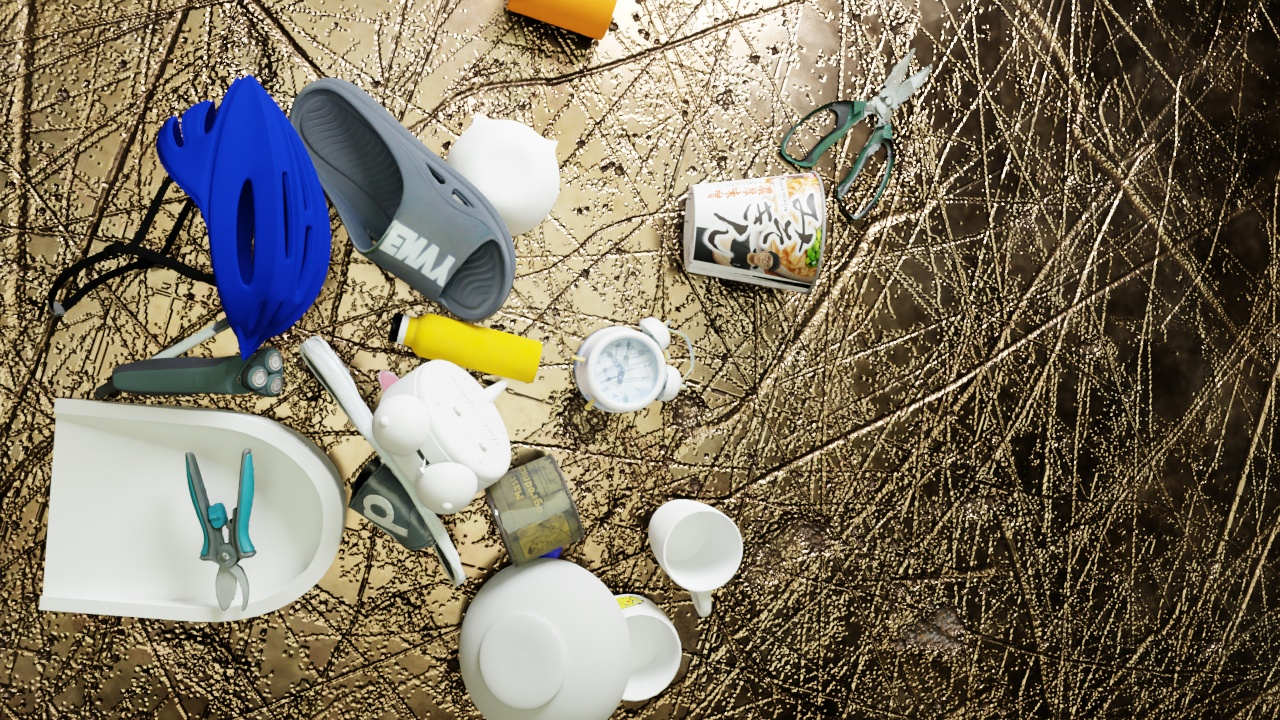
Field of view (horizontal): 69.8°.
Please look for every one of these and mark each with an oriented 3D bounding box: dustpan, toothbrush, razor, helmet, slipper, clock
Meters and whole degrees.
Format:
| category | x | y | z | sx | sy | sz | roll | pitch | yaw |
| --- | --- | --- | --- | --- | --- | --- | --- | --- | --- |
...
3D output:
| category | x | y | z | sx | sy | sz | roll | pitch | yaw |
| --- | --- | --- | --- | --- | --- | --- | --- | --- | --- |
| dustpan | -0.405 | 0.141 | 0.838 | 0.257 | 0.053 | 0.191 | 5 | 92 | -13 |
| toothbrush | -0.212 | 0.064 | 0.899 | 0.021 | 0.016 | 0.135 | -39 | 101 | -11 |
| razor | -0.402 | 0.014 | 0.835 | 0.143 | 0.052 | 0.047 | -2 | 102 | -10 |
| helmet | -0.384 | -0.115 | 0.780 | 0.227 | 0.148 | 0.241 | -10 | 95 | -17 |
| slipper | -0.249 | 0.102 | 0.846 | 0.063 | 0.111 | 0.264 | -30 | 97 | -20 |
| clock | -0.005 | 0.005 | 0.928 | 0.125 | 0.052 | 0.089 | -17 | 95 | -15 |
| slipper | -0.222 | -0.144 | 0.835 | 0.111 | 0.083 | 0.268 | -41 | 97 | 20 |
| clock | -0.171 | 0.061 | 0.833 | 0.073 | 0.160 | 0.125 | -31 | 100 | 15 |

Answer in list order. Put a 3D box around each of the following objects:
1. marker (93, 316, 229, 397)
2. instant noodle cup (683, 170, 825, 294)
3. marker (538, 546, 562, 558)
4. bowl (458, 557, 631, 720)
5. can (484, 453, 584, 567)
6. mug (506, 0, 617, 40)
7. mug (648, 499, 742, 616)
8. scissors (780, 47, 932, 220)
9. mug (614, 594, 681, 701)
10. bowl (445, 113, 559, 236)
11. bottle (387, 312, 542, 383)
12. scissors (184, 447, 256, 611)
| category | x | y | z | sx | sy | sz | roll | pitch | yaw |
| --- | --- | --- | --- | --- | --- | --- | --- | --- | --- |
| marker | -0.433 | -0.007 | 0.847 | 0.152 | 0.011 | 0.011 | -32 | 99 | -10 |
| instant noodle cup | 0.109 | -0.130 | 0.920 | 0.122 | 0.123 | 0.123 | 2 | 92 | -4 |
| marker | -0.113 | 0.244 | 0.929 | 0.020 | 0.020 | 0.141 | 25 | 87 | -13 |
| bowl | -0.100 | 0.279 | 0.869 | 0.177 | 0.066 | 0.176 | -2 | 84 | 17 |
| can | -0.105 | 0.145 | 0.890 | 0.074 | 0.090 | 0.090 | -21 | 97 | -12 |
| mug | -0.070 | -0.376 | 0.888 | 0.096 | 0.078 | 0.112 | 14 | 58 | -14 |
| mug | 0.053 | 0.199 | 0.931 | 0.081 | 0.088 | 0.114 | -8 | 94 | -13 |
| scissors | 0.261 | -0.243 | 0.995 | 0.209 | 0.015 | 0.137 | -38 | 97 | -7 |
| mug | -0.020 | 0.292 | 0.928 | 0.115 | 0.068 | 0.094 | -13 | 95 | -12 |
| bowl | -0.132 | -0.180 | 0.888 | 0.114 | 0.050 | 0.114 | -1 | 93 | -13 |
| bottle | -0.170 | -0.015 | 0.891 | 0.143 | 0.043 | 0.043 | 15 | 89 | -13 |
| scissors | -0.372 | 0.143 | 0.821 | 0.154 | 0.019 | 0.126 | 45 | 92 | -4 |
